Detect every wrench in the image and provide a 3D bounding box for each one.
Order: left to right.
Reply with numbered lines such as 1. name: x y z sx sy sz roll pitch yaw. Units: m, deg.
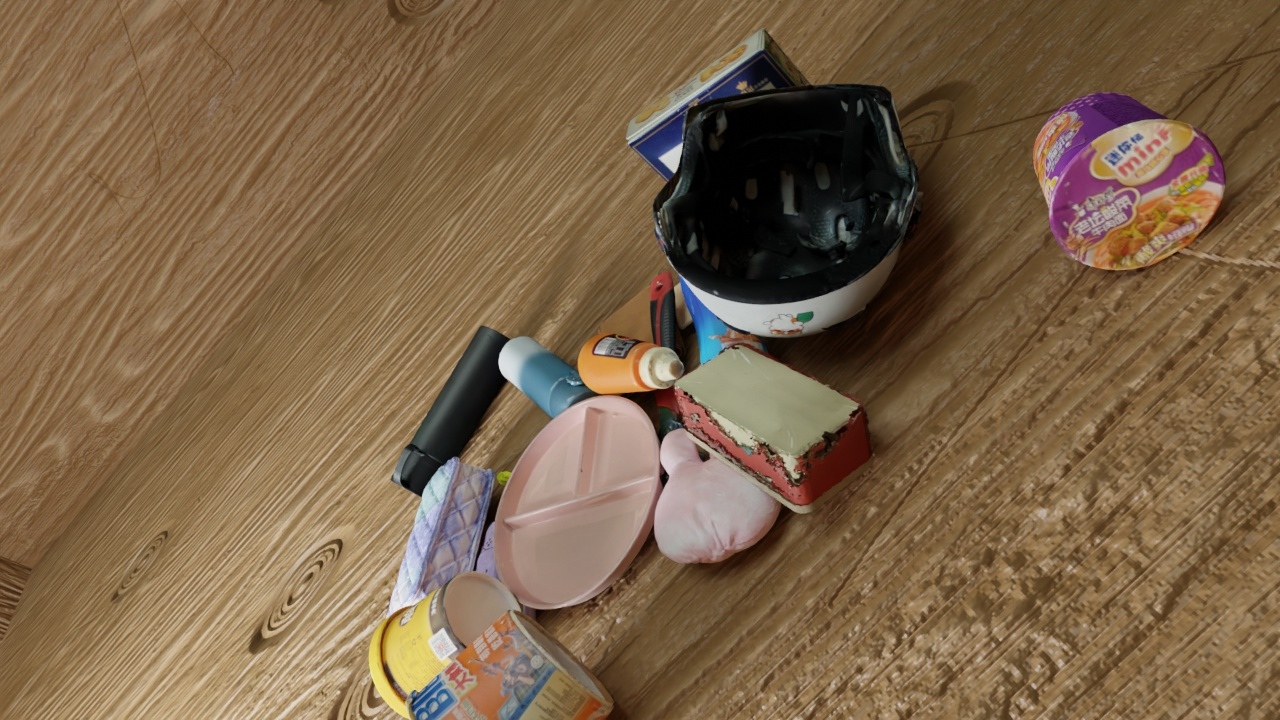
1. wrench: 0.030 0.014 0.951 0.056 0.016 0.272 -35 44 33

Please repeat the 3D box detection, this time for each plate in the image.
1. plate: -0.063 0.143 0.933 0.230 0.028 0.229 -27 45 30

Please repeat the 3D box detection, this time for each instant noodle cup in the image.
1. instant noodle cup: -0.183 0.273 0.891 0.115 0.118 0.118 -42 32 29
2. instant noodle cup: -0.102 0.289 0.765 0.111 0.151 0.151 -48 30 -10
3. instant noodle cup: 0.338 -0.136 0.659 0.112 0.111 0.099 -36 26 25

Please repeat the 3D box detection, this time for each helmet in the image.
1. helmet: 0.136 -0.121 0.841 0.230 0.157 0.273 -4 56 14

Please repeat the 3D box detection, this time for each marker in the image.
1. marker: -0.132 0.145 1.069 0.124 0.015 0.018 4 65 53

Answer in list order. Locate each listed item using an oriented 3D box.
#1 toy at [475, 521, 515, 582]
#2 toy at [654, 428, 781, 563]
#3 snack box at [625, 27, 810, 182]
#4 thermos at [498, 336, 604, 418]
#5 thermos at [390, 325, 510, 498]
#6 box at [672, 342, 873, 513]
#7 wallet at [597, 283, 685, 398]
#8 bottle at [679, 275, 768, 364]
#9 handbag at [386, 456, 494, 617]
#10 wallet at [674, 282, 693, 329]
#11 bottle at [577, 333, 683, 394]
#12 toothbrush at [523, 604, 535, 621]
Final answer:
1. toy: -0.160 0.224 1.003 0.084 0.039 0.107 -48 27 44
2. toy: 0.064 0.109 0.807 0.121 0.054 0.159 -26 37 17
3. snack box: 0.111 -0.227 0.966 0.178 0.182 0.045 -26 38 35
4. thermos: -0.107 0.026 1.109 0.070 0.070 0.220 -54 31 -4
5. thermos: -0.251 0.068 1.238 0.068 0.090 0.242 25 75 15
6. box: 0.103 0.045 0.759 0.091 0.076 0.168 -32 34 -19
7. wallet: -0.003 -0.022 1.054 0.108 0.031 0.131 -37 34 17
8. bottle: 0.076 -0.064 0.928 0.065 0.065 0.218 -36 45 25
9. handbag: -0.226 0.217 1.051 0.135 0.075 0.193 -44 27 45
10. wallet: 0.084 -0.086 1.016 0.115 0.024 0.087 -36 30 23
11. bottle: -0.006 0.005 0.938 0.150 0.066 0.066 4 61 56
12. toothbrush: -0.115 0.250 0.932 0.029 0.021 0.188 -18 37 8
